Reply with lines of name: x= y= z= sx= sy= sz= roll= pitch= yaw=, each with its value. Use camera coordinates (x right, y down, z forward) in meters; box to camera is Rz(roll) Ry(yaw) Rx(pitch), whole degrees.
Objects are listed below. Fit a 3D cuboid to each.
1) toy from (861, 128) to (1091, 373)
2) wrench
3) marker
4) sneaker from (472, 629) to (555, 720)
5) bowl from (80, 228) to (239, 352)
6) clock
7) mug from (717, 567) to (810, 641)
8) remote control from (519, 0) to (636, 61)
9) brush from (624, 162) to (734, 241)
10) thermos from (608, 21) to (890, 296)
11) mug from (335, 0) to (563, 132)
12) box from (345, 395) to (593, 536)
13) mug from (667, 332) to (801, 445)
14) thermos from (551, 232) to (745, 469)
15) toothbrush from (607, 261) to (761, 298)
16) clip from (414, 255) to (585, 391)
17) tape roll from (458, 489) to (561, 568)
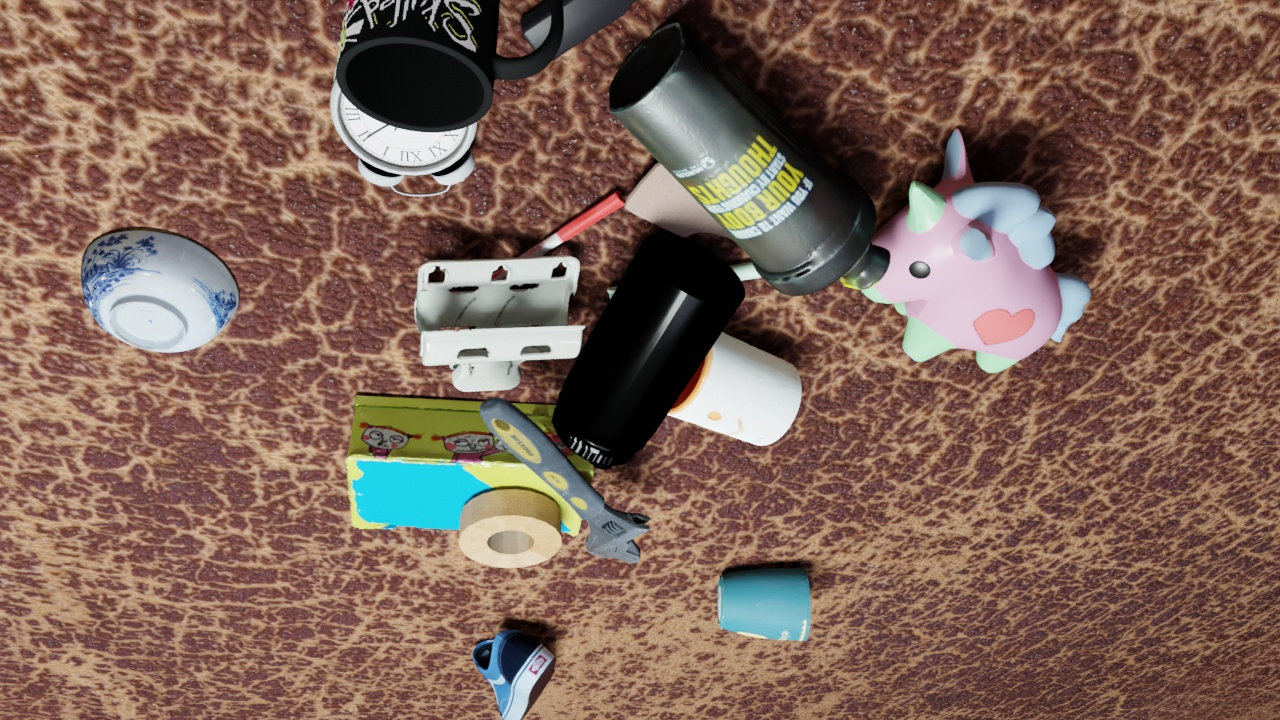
toy: x=0.268 y=-0.067 z=0.705 sx=0.222 sy=0.120 sz=0.172 roll=10 pitch=145 yaw=-16
wrench: x=-0.060 y=0.112 z=0.808 sx=0.073 sy=0.022 sz=0.273 roll=-15 pitch=138 yaw=21
marker: x=-0.071 y=-0.089 z=0.705 sx=0.142 sy=0.012 sz=0.013 roll=-29 pitch=133 yaw=24
sneaker: x=-0.173 y=0.412 z=1.222 sx=0.098 sy=0.083 sz=0.242 roll=34 pitch=146 yaw=12
bowl: x=-0.369 y=-0.042 z=0.697 sx=0.114 sy=0.045 sz=0.114 roll=-3 pitch=138 yaw=-3
clock: x=-0.152 y=-0.158 z=0.602 sx=0.094 sy=0.035 sz=0.123 roll=-2 pitch=137 yaw=-4
mug: x=0.145 y=0.295 z=1.115 sx=0.104 sy=0.084 sz=0.112 roll=2 pitch=166 yaw=0
remote control: x=-0.010 y=-0.228 z=0.556 sx=0.137 sy=0.015 sz=0.032 roll=-26 pitch=135 yaw=21
brush: x=0.052 y=-0.111 z=0.697 sx=0.135 sy=0.015 sz=0.050 roll=20 pitch=128 yaw=-34
thermos: x=0.076 y=-0.127 z=0.627 sx=0.098 sy=0.098 sz=0.220 roll=-35 pitch=127 yaw=28
mug: x=-0.101 y=-0.190 z=0.506 sx=0.118 sy=0.098 sz=0.082 roll=2 pitch=160 yaw=-3
box: x=-0.160 y=0.100 z=0.861 sx=0.221 sy=0.079 sz=0.125 roll=4 pitch=138 yaw=-8
mug: x=0.074 y=0.021 z=0.793 sx=0.105 sy=0.082 sz=0.082 roll=21 pitch=132 yaw=-29
thermos: x=-0.004 y=0.004 z=0.727 sx=0.086 sy=0.086 sz=0.199 roll=16 pitch=125 yaw=-23
toothbrush: x=0.050 y=-0.066 z=0.743 sx=0.155 sy=0.015 sz=0.022 roll=-9 pitch=158 yaw=4
clip: x=-0.114 y=-0.012 z=0.724 sx=0.126 sy=0.101 sz=0.152 roll=-2 pitch=134 yaw=-19
tape roll: x=-0.120 y=0.156 z=0.848 sx=0.094 sy=0.027 sz=0.094 roll=-3 pitch=139 yaw=-3
